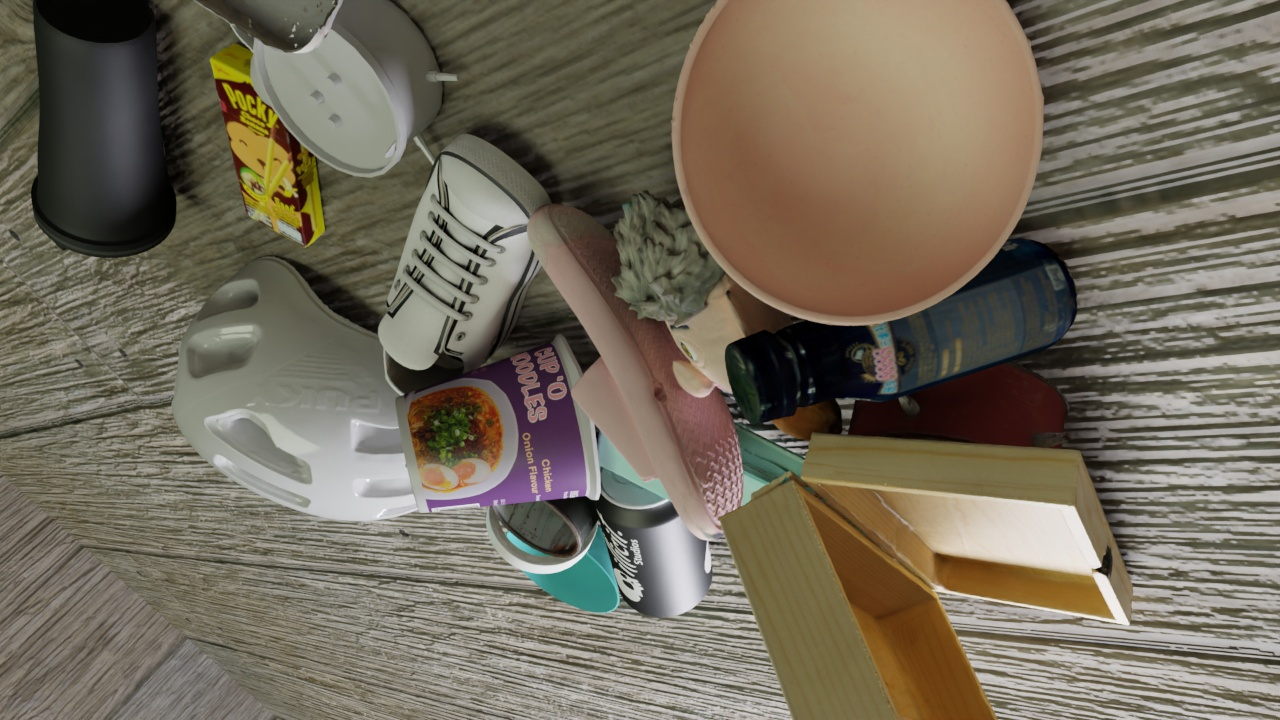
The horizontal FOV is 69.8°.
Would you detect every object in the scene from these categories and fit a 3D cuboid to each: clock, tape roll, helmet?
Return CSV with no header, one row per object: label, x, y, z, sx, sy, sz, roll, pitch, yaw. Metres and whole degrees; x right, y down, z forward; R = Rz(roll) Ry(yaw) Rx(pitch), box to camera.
clock,0.170,0.044,0.514,0.110,0.061,0.157,14,156,8
clock,-0.192,-0.181,0.557,0.159,0.060,0.120,35,143,-1
tape roll,-0.084,0.135,0.784,0.094,0.093,0.019,31,143,6
helmet,-0.284,0.047,0.847,0.282,0.183,0.225,27,152,-22

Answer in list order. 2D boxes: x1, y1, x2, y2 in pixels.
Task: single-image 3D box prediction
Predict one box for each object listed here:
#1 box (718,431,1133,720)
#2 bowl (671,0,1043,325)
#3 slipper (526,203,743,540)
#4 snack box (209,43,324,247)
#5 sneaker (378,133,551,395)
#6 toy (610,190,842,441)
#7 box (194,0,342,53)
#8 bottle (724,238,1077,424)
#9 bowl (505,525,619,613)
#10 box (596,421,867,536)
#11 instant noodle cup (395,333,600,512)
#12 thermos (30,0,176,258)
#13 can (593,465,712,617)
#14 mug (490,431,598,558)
box,0.162,0.131,0.500,0.142,0.184,0.248,44,-177,40
bowl,0.083,-0.094,0.394,0.153,0.153,0.076,43,-175,-9
slipper,-0.003,0.003,0.543,0.056,0.106,0.221,-33,80,24
snack box,-0.271,-0.154,0.677,0.061,0.025,0.149,28,142,10
sneaker,-0.137,-0.045,0.629,0.091,0.097,0.246,37,144,-1
toy,0.046,-0.017,0.497,0.176,0.076,0.132,50,-176,-11
box,-0.146,-0.250,0.362,0.151,0.043,0.216,32,100,5
bottle,0.119,-0.012,0.426,0.056,0.160,0.056,162,91,-82
bowl,-0.062,0.177,0.852,0.121,0.046,0.121,21,141,19
box,0.057,0.082,0.605,0.189,0.080,0.077,27,180,12
instant noodle cup,-0.102,0.051,0.640,0.137,0.121,0.121,119,137,-72
thermos,-0.414,-0.180,0.705,0.106,0.105,0.219,36,138,0
can,0.011,0.132,0.718,0.080,0.080,0.146,15,138,26
mug,-0.077,0.096,0.747,0.111,0.081,0.085,25,142,14
